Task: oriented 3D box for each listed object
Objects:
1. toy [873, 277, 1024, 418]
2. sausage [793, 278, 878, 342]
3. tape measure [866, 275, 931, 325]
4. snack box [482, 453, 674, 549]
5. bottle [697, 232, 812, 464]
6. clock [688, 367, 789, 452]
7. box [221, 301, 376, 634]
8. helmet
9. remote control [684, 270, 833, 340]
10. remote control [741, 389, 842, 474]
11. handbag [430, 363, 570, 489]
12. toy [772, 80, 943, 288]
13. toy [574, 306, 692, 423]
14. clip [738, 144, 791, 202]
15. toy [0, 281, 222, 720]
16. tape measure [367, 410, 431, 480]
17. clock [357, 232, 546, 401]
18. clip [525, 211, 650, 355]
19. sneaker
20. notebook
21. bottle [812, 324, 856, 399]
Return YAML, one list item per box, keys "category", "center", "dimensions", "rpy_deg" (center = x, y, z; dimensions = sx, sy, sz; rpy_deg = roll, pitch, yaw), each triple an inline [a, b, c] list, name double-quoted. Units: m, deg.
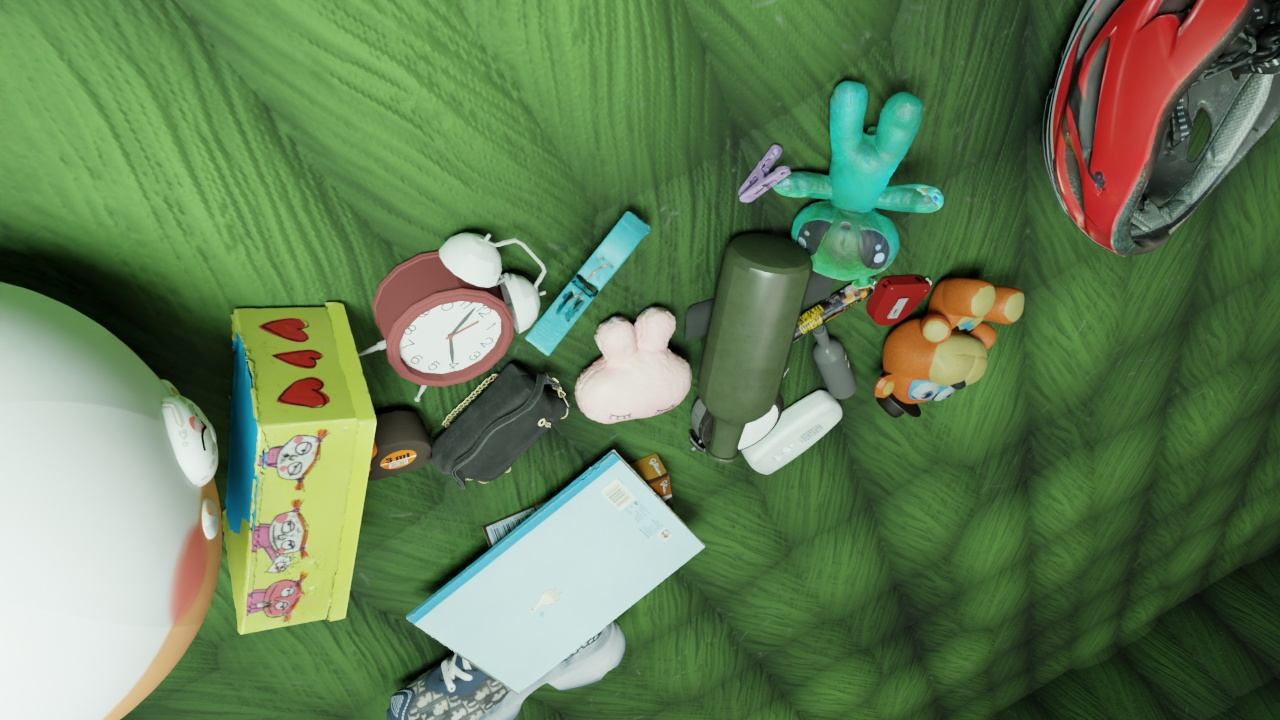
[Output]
- category: "toy"
  center: [0.301, -0.014, 0.925]
  dimensions: [0.112, 0.096, 0.177]
  rpy_deg: [3, 141, -40]
- category: "sausage"
  center: [0.154, -0.035, 0.857]
  dimensions: [0.155, 0.020, 0.020]
  rpy_deg: [-32, 141, 1]
- category: "tape measure"
  center: [0.251, -0.057, 0.894]
  dimensions: [0.058, 0.019, 0.052]
  rpy_deg: [-5, 135, -28]
- category: "snack box"
  center: [-0.057, 0.170, 0.931]
  dimensions: [0.186, 0.031, 0.101]
  rpy_deg: [-22, 140, -11]
- category: "bottle"
  center: [0.088, -0.002, 0.777]
  dimensions: [0.071, 0.071, 0.207]
  rpy_deg: [-8, 127, -26]
- category: "clock"
  center: [0.095, 0.056, 0.897]
  dimensions: [0.091, 0.043, 0.123]
  rpy_deg: [-8, 136, -26]
- category: "box"
  center: [-0.244, 0.078, 0.646]
  dimensions: [0.079, 0.124, 0.222]
  rpy_deg: [-2, 131, -31]
- category: "helmet"
  center: [0.415, -0.211, 0.714]
  dimensions: [0.217, 0.167, 0.273]
  rpy_deg: [-23, 136, -28]
- category: "remote control"
  center: [0.103, -0.049, 0.813]
  dimensions: [0.146, 0.015, 0.033]
  rpy_deg: [-17, 139, -17]
- category: "remote control"
  center: [0.161, 0.076, 0.973]
  dimensions: [0.114, 0.028, 0.060]
  rpy_deg: [-40, 140, 12]
- category: "handbag"
  center: [-0.114, 0.060, 0.763]
  dimensions: [0.129, 0.054, 0.079]
  rpy_deg: [-44, 143, 12]
- category: "toy"
  center: [0.170, -0.130, 0.732]
  dimensions: [0.131, 0.072, 0.194]
  rpy_deg: [13, 132, 8]
- category: "toy"
  center: [-0.005, 0.005, 0.778]
  dimensions: [0.108, 0.053, 0.105]
  rpy_deg: [-12, 123, -20]
- category: "clip"
  center: [0.095, -0.146, 0.706]
  dimensions: [0.014, 0.045, 0.051]
  rpy_deg: [9, 169, -38]
- category: "toy"
  center: [-0.353, 0.094, 0.487]
  dimensions: [0.265, 0.262, 0.281]
  rpy_deg: [-27, 159, -2]
- category: "tape measure"
  center: [-0.198, 0.064, 0.727]
  dimensions: [0.058, 0.038, 0.059]
  rpy_deg: [-16, 153, -17]
- category: "clock"
  center: [-0.130, -0.035, 0.652]
  dimensions: [0.138, 0.048, 0.096]
  rpy_deg: [-35, 141, 7]
- category: "clip"
  center: [-0.038, -0.057, 0.671]
  dimensions: [0.027, 0.103, 0.120]
  rpy_deg: [39, 97, -9]
- category: "sneaker"
  center: [-0.152, 0.313, 0.994]
  dimensions: [0.269, 0.103, 0.132]
  rpy_deg: [-21, 126, -13]
- category: "notebook"
  center: [-0.076, 0.217, 0.909]
  dimensions: [0.253, 0.009, 0.181]
  rpy_deg: [-38, 127, 1]
- category: "bottle"
  center: [0.188, -0.001, 0.906]
  dimensions: [0.030, 0.030, 0.113]
  rpy_deg: [-33, 141, 3]
